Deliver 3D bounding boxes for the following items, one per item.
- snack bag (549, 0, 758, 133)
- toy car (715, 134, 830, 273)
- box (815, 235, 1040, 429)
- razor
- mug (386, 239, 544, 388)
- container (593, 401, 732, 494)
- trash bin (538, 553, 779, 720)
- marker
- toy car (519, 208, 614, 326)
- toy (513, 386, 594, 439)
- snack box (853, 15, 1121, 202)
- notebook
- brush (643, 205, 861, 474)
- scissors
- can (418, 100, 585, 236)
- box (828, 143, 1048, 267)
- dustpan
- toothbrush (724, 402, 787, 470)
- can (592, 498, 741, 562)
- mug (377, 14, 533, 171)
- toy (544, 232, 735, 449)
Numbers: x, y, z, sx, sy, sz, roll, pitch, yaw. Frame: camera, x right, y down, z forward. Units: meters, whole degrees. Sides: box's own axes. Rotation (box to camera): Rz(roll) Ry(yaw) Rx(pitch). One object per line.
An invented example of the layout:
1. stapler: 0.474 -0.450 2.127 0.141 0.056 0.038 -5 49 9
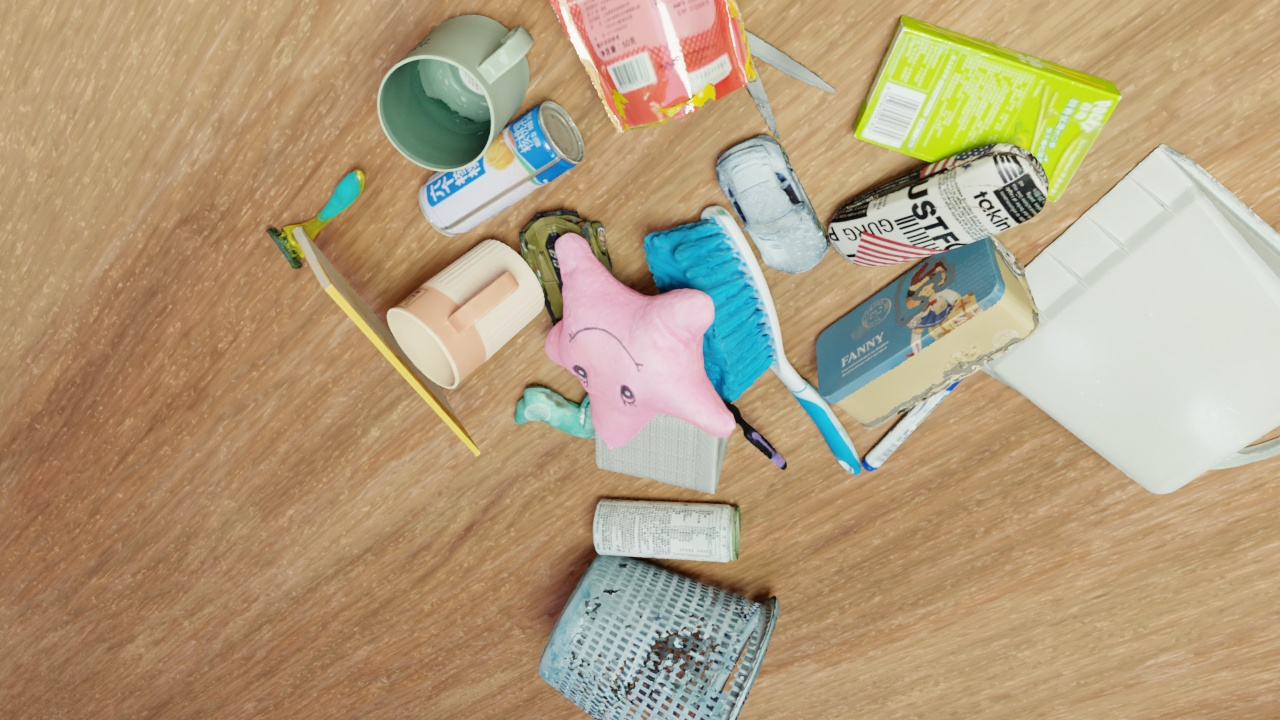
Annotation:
1. snack bag: -0.008 -0.260 0.597 0.129 0.073 0.208 -17 116 20
2. toy car: 0.103 -0.117 0.713 0.054 0.036 0.120 -21 122 25
3. box: 0.217 -0.019 0.729 0.060 0.089 0.185 37 125 -24
4. razor: -0.274 -0.128 0.793 0.133 0.028 0.043 -31 92 35
5. mug: -0.137 -0.043 0.754 0.081 0.105 0.115 51 152 -9
6. container: 0.021 0.054 0.832 0.114 0.090 0.090 8 128 11
7. trash bin: 0.010 0.306 0.964 0.195 0.225 0.227 27 129 7
8. marker: 0.245 0.052 0.823 0.017 0.016 0.146 26 128 -8
9. toy car: -0.053 -0.059 0.791 0.070 0.042 0.158 -7 127 18
10. toy: -0.071 0.048 0.880 0.092 0.030 0.097 21 142 -8
11. snack box: 0.239 -0.175 0.644 0.156 0.026 0.086 17 129 0
12. notebook: -0.218 -0.015 0.789 0.010 0.146 0.206 -39 127 -7
13. brush: 0.108 0.007 0.782 0.061 0.109 0.315 13 135 53
14. scissors: 0.060 -0.237 0.647 0.178 0.014 0.160 8 130 5
15. can: -0.112 -0.149 0.725 0.135 0.053 0.053 -25 118 28
16. box: 0.211 -0.105 0.669 0.070 0.055 0.165 22 152 -35
17. dustpan: 0.434 -0.011 0.737 0.257 0.142 0.223 49 127 12
18. toothbrush: 0.101 0.069 0.816 0.017 0.014 0.189 18 168 31
19. can: 0.027 0.173 0.938 0.147 0.058 0.058 1 127 12
20. mug: -0.119 -0.201 0.652 0.112 0.106 0.082 -27 116 29
21. toy: -0.004 0.004 0.730 0.195 0.074 0.179 28 129 28
